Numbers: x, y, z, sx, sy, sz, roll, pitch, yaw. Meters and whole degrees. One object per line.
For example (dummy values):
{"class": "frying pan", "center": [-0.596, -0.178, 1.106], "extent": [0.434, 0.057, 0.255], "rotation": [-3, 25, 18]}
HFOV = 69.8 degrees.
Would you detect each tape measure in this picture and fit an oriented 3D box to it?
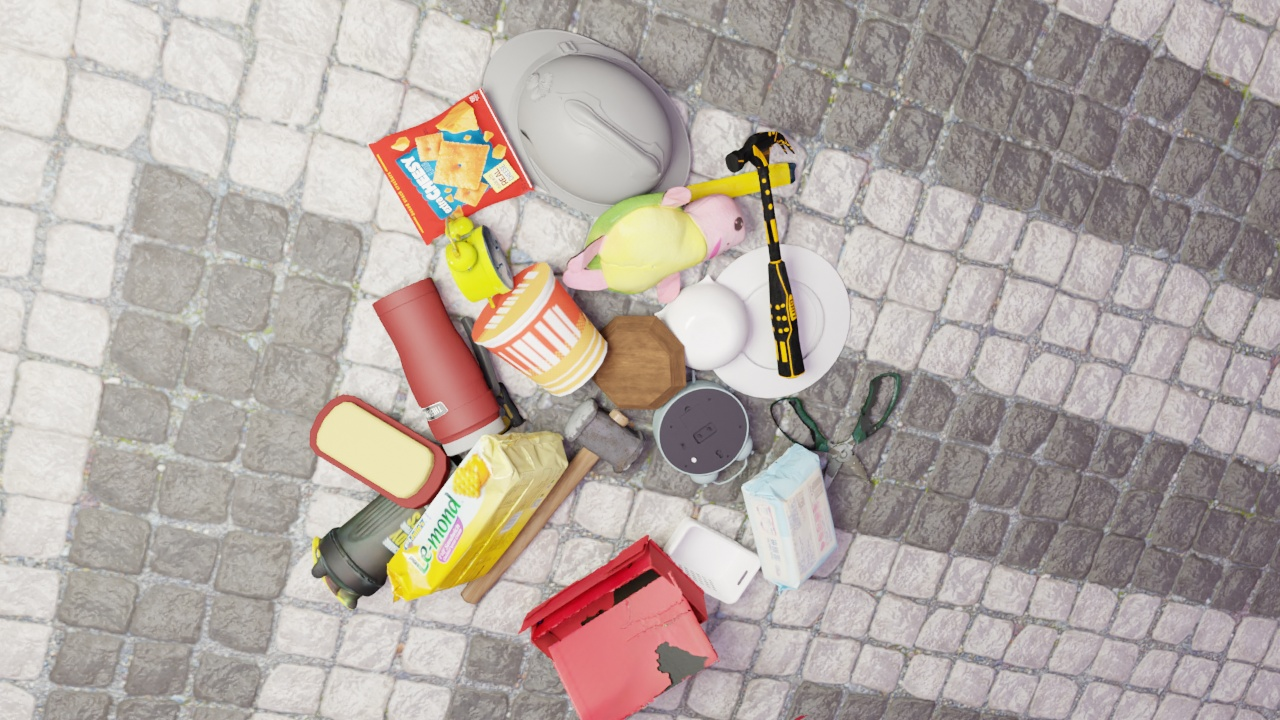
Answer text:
{"class": "tape measure", "center": [-0.185, 0.066, 1.152], "extent": [0.061, 0.034, 0.062], "rotation": [-30, 109, -1]}

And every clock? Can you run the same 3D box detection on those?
{"class": "clock", "center": [0.085, 0.097, 1.215], "extent": [0.122, 0.045, 0.159], "rotation": [-35, 111, -1]}
{"class": "clock", "center": [-0.192, -0.120, 1.064], "extent": [0.057, 0.083, 0.119], "rotation": [-22, 137, 6]}

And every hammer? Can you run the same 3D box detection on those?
{"class": "hammer", "center": [0.171, -0.124, 1.143], "extent": [0.123, 0.036, 0.321], "rotation": [-34, 122, -40]}
{"class": "hammer", "center": [-0.125, 0.195, 1.200], "extent": [0.098, 0.052, 0.328], "rotation": [36, 99, -19]}

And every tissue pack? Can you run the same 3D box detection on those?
{"class": "tissue pack", "center": [0.204, 0.218, 1.244], "extent": [0.111, 0.070, 0.182], "rotation": [-34, 119, -38]}

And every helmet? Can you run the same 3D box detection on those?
{"class": "helmet", "center": [-0.051, -0.265, 1.042], "extent": [0.271, 0.117, 0.183], "rotation": [33, 96, -17]}

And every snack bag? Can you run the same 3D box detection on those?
{"class": "snack bag", "center": [-0.216, -0.223, 1.060], "extent": [0.144, 0.039, 0.131], "rotation": [-26, 111, 3]}
{"class": "snack bag", "center": [-0.191, 0.187, 1.109], "extent": [0.068, 0.159, 0.248], "rotation": [42, 105, 17]}

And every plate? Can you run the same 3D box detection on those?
{"class": "plate", "center": [0.182, -0.048, 1.210], "extent": [0.208, 0.015, 0.209], "rotation": [-3, 106, -11]}
{"class": "plate", "center": [-0.007, 0.007, 1.152], "extent": [0.131, 0.025, 0.131], "rotation": [4, 108, 13]}

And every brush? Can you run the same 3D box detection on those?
{"class": "brush", "center": [-0.312, 0.107, 1.091], "extent": [0.173, 0.042, 0.082], "rotation": [29, 80, 7]}

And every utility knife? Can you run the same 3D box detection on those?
{"class": "utility knife", "center": [0.088, -0.212, 1.141], "extent": [0.224, 0.019, 0.030], "rotation": [-14, 103, -10]}

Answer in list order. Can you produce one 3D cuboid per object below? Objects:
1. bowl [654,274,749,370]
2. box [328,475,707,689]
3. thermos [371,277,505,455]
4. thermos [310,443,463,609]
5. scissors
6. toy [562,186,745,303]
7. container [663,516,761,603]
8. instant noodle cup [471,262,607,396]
{"class": "bowl", "center": [0.084, -0.038, 1.162], "extent": [0.114, 0.050, 0.115], "rotation": [0, 106, -2]}
{"class": "box", "center": [-0.112, 0.284, 1.090], "extent": [0.214, 0.171, 0.478], "rotation": [-35, 153, 14]}
{"class": "thermos", "center": [-0.229, 0.003, 1.089], "extent": [0.107, 0.084, 0.198], "rotation": [-31, 99, -43]}
{"class": "thermos", "center": [-0.305, 0.201, 1.138], "extent": [0.221, 0.098, 0.098], "rotation": [-42, 110, -2]}
{"class": "scissors", "center": [0.263, 0.090, 1.268], "extent": [0.204, 0.015, 0.202], "rotation": [20, 98, -18]}
{"class": "toy", "center": [0.019, -0.142, 1.092], "extent": [0.238, 0.087, 0.190], "rotation": [-20, 142, -15]}
{"class": "container", "center": [0.092, 0.270, 1.263], "extent": [0.129, 0.049, 0.081], "rotation": [30, 97, -18]}
{"class": "instant noodle cup", "center": [-0.114, -0.031, 1.101], "extent": [0.123, 0.123, 0.121], "rotation": [-44, 117, 2]}
